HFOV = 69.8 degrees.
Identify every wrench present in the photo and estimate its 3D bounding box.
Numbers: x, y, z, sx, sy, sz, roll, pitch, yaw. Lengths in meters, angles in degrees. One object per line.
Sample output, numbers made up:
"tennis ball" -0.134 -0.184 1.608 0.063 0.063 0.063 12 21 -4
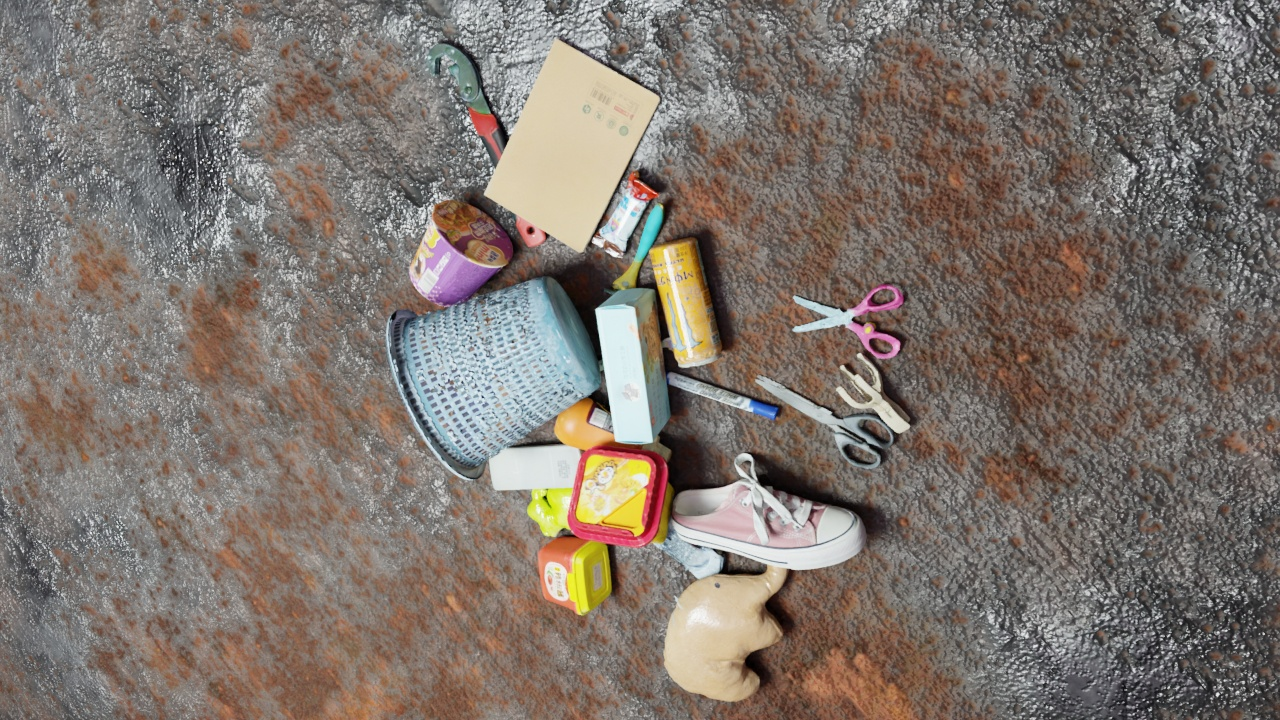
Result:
"wrench" -0.185 -0.268 1.137 0.056 0.016 0.273 -25 95 25

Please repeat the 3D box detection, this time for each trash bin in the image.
"trash bin" -0.162 0.004 1.107 0.195 0.226 0.226 -24 96 7

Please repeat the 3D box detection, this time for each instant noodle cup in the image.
"instant noodle cup" -0.015 0.174 1.128 0.116 0.123 0.116 5 72 20
"instant noodle cup" -0.231 -0.128 1.151 0.111 0.111 0.099 45 124 4

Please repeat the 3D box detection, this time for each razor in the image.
"razor" 0.000 -0.130 1.099 0.043 0.028 0.133 29 116 10

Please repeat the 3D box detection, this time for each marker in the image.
"marker" 0.097 0.042 1.118 0.146 0.016 0.017 19 110 15

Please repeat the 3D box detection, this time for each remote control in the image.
"remote control" -0.136 0.142 1.222 0.150 0.021 0.058 -6 93 28

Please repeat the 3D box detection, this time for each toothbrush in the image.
"toothbrush" -0.035 0.003 1.155 0.190 0.020 0.029 -17 137 24

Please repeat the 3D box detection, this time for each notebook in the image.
"notebook" -0.085 -0.254 1.097 0.148 0.008 0.208 31 109 8

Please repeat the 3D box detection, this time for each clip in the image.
"clip" 0.259 0.044 1.030 0.035 0.094 0.102 -38 79 31

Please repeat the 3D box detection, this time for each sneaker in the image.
"sneaker" 0.145 0.181 1.094 0.241 0.118 0.088 5 127 25

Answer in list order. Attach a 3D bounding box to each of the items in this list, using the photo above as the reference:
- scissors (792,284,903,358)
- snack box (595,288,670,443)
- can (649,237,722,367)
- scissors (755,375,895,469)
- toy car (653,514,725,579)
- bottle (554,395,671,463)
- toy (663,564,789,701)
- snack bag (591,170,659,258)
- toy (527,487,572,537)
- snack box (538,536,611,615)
"scissors" 0.236 -0.055 1.039 0.135 0.017 0.108 25 115 16
"snack box" -0.006 0.006 1.092 0.052 0.074 0.175 -1 111 20
"can" 0.054 -0.069 1.080 0.058 0.058 0.146 -10 101 23
"scissors" 0.219 0.057 1.081 0.133 0.014 0.175 -28 91 26
"toy car" 0.060 0.242 1.180 0.105 0.031 0.049 35 116 7
"bottle" -0.032 0.095 1.160 0.149 0.066 0.067 21 111 6
"toy" 0.109 0.330 1.164 0.143 0.082 0.226 17 109 -5
"snack bag" -0.017 -0.173 1.095 0.045 0.026 0.105 35 116 6
"toy" -0.104 0.199 1.230 0.100 0.031 0.096 -43 83 25
"snack box" -0.088 0.281 1.225 0.080 0.081 0.091 3 105 34
